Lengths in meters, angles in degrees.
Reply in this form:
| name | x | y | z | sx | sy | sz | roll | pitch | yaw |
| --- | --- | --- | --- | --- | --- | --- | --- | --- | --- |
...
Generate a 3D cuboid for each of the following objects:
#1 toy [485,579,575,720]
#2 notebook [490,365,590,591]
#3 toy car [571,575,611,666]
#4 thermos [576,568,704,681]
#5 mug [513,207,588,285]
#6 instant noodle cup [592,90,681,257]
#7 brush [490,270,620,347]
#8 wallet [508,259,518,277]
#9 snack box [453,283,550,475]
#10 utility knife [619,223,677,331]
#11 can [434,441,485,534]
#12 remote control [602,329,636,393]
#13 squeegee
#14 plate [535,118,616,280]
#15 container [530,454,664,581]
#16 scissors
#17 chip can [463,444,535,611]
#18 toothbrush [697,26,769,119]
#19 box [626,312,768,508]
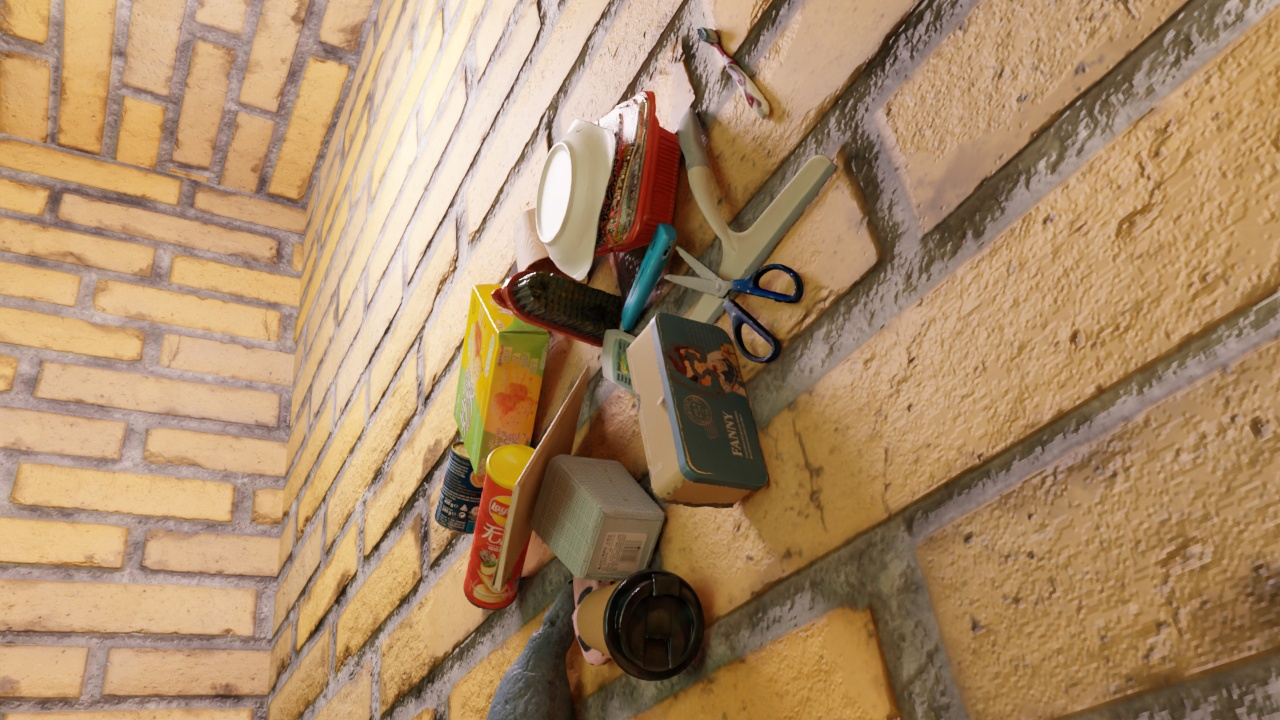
| name | x | y | z | sx | sy | sz | roll | pitch | yaw |
| --- | --- | --- | --- | --- | --- | --- | --- | --- | --- |
| toy | -0.125 | 0.410 | 0.988 | 0.137 | 0.091 | 0.356 | -81 | 8 | -81 |
| notebook | -0.102 | 0.118 | 0.964 | 0.210 | 0.012 | 0.150 | -63 | -9 | -54 |
| toy car | -0.049 | 0.253 | 0.946 | 0.056 | 0.037 | 0.122 | -52 | 37 | 37 |
| thermos | -0.006 | 0.235 | 0.828 | 0.143 | 0.093 | 0.093 | 152 | 124 | -65 |
| mug | -0.116 | -0.119 | 1.166 | 0.125 | 0.084 | 0.103 | 92 | 167 | -47 |
| instant noodle cup | -0.021 | -0.188 | 1.003 | 0.189 | 0.079 | 0.164 | -5 | 76 | 60 |
| brush | -0.094 | -0.059 | 1.020 | 0.069 | 0.145 | 0.063 | -11 | 69 | 45 |
| wallet | -0.165 | -0.092 | 1.294 | 0.097 | 0.020 | 0.122 | 134 | 137 | -52 |
| snack box | -0.187 | 0.024 | 1.210 | 0.157 | 0.070 | 0.210 | -128 | 46 | -55 |
| utility knife | 0.003 | -0.080 | 0.969 | 0.167 | 0.018 | 0.034 | 116 | 152 | -46 |
| can | -0.237 | 0.177 | 1.271 | 0.075 | 0.075 | 0.111 | 36 | 112 | 59 |
| remote control | -0.006 | 0.006 | 0.960 | 0.135 | 0.019 | 0.056 | 27 | 117 | 60 |
| squeegee | 0.064 | -0.174 | 0.887 | 0.247 | 0.039 | 0.246 | -53 | 37 | 39 |
| plate | -0.080 | -0.178 | 0.995 | 0.164 | 0.034 | 0.164 | 40 | 121 | 60 |
| container | -0.042 | 0.159 | 0.911 | 0.111 | 0.089 | 0.090 | 36 | 112 | 57 |
| scissors | 0.081 | -0.068 | 0.814 | 0.147 | 0.012 | 0.169 | -44 | 55 | 37 |
| chip can | -0.164 | 0.203 | 1.096 | 0.073 | 0.073 | 0.217 | -116 | 36 | -48 |
| toothbrush | 0.089 | -0.286 | 0.902 | 0.016 | 0.017 | 0.187 | -59 | 33 | 33 |
| box | 0.046 | 0.048 | 0.791 | 0.059 | 0.089 | 0.184 | -50 | 42 | 40 |
